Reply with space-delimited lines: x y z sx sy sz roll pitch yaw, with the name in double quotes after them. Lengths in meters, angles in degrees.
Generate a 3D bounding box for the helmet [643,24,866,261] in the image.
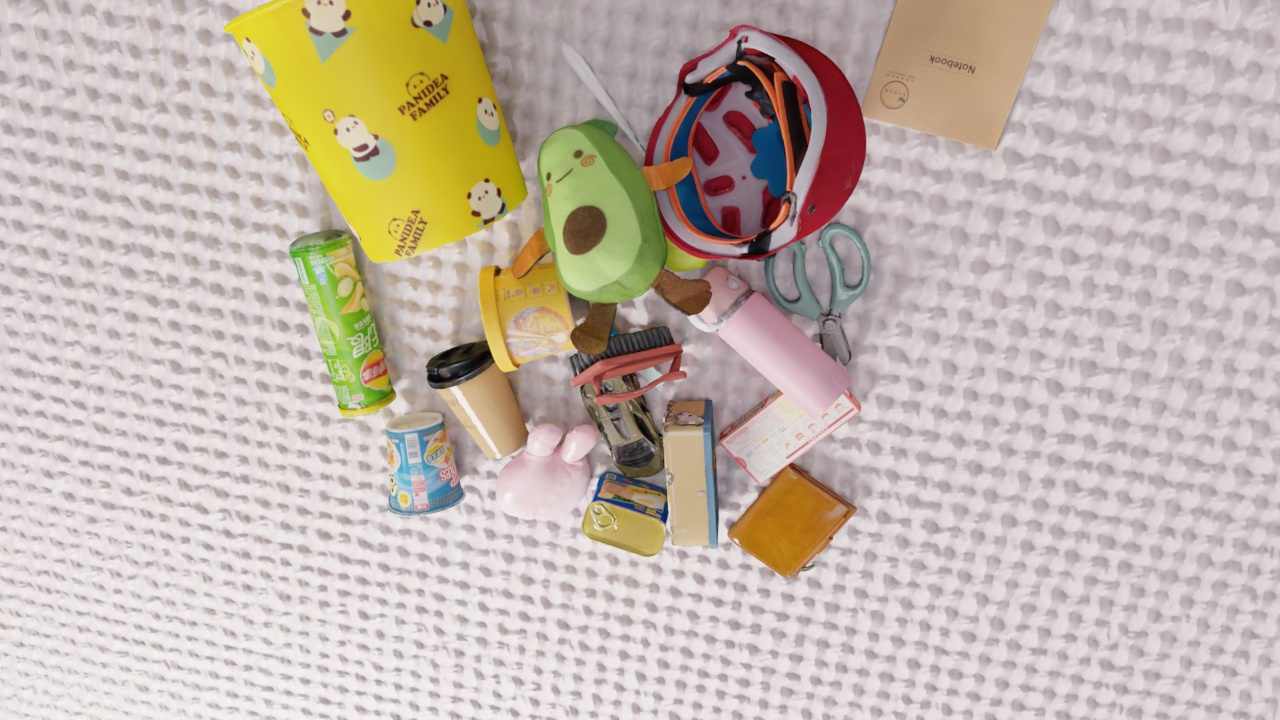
0.125 -0.207 0.917 0.241 0.143 0.207 -27 80 52 "helmet"

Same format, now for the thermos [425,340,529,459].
-0.192 0.045 1.104 0.093 0.092 0.143 -17 116 14 "thermos"

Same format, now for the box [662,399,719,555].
0.063 0.141 1.103 0.061 0.089 0.184 -4 114 8 "box"

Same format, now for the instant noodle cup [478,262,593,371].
-0.108 -0.056 1.016 0.114 0.118 0.118 -12 110 2 "instant noodle cup"

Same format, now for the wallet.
0.192 0.206 1.138 0.119 0.035 0.131 34 114 -6 "wallet"

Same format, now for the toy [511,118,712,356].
-0.039 -0.136 0.934 0.227 0.090 0.246 -27 76 16 "toy"

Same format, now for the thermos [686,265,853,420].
0.136 -0.018 1.015 0.198 0.087 0.067 42 138 1 "thermos"

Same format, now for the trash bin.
-0.245 -0.253 0.925 0.230 0.229 0.255 -16 115 14 "trash bin"

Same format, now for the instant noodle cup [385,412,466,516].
-0.275 0.126 1.147 0.099 0.099 0.110 -3 105 9 "instant noodle cup"

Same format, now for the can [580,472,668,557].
-0.015 0.188 1.135 0.102 0.083 0.057 17 113 1 "can"

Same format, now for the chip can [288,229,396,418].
-0.354 -0.045 1.097 0.073 0.072 0.221 -6 111 11 "chip can"

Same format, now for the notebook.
0.323 -0.329 0.917 0.148 0.008 0.208 16 113 2 "notebook"

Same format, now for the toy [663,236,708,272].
0.038 -0.130 1.025 0.100 0.031 0.097 20 127 0 "toy"

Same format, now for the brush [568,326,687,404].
-0.006 0.006 1.034 0.063 0.145 0.069 -32 76 46 "brush"

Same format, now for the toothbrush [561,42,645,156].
-0.027 -0.267 0.991 0.016 0.016 0.180 -35 101 17 "toothbrush"

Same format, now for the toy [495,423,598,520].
-0.110 0.135 1.126 0.121 0.054 0.160 6 126 -30 "toy"

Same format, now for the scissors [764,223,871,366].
0.194 -0.065 1.038 0.143 0.019 0.180 -2 113 9 "scissors"

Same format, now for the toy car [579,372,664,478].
-0.018 0.078 1.115 0.070 0.042 0.158 -21 110 16 "toy car"

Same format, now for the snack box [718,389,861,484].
0.176 0.074 1.091 0.156 0.027 0.077 -40 101 20 "snack box"

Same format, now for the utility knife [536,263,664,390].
-0.053 -0.037 1.083 0.218 0.018 0.034 41 109 -7 "utility knife"
